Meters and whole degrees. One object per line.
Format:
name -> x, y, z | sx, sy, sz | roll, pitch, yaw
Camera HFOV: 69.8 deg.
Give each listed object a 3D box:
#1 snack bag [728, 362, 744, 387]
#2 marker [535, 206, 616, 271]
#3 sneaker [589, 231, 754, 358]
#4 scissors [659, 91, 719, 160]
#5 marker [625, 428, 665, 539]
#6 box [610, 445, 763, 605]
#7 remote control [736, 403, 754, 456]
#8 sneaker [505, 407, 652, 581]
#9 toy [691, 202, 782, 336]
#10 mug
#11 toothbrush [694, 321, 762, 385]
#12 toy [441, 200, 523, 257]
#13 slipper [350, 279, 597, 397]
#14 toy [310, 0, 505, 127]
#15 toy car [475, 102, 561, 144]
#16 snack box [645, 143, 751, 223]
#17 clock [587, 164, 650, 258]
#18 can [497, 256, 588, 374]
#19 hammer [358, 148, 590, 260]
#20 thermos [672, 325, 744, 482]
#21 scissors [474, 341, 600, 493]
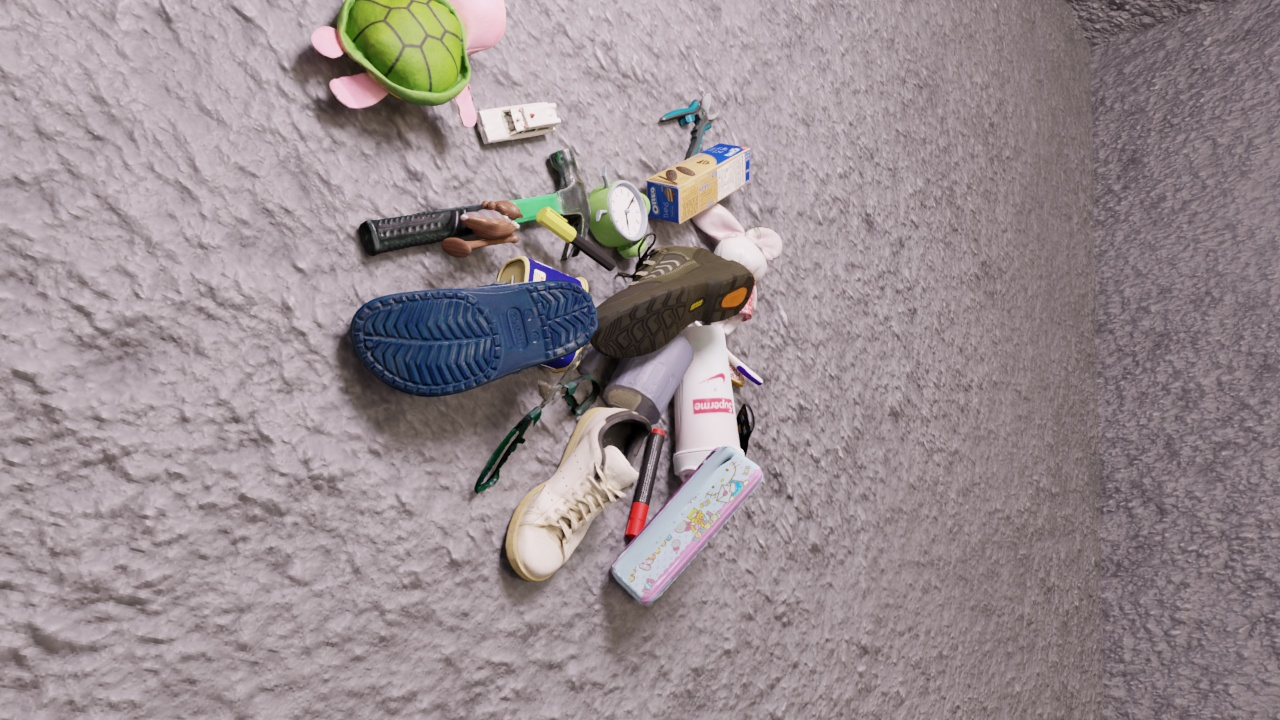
snack bag -> 0.121, 0.015, 1.327 | 0.099, 0.020, 0.026 | 25, 66, -43
marker -> -0.074, -0.143, 1.091 | 0.123, 0.018, 0.021 | 33, 60, -40
sneaker -> 0.013, -0.098, 1.127 | 0.237, 0.143, 0.101 | -21, 141, -33
scissors -> 0.077, -0.342, 1.349 | 0.155, 0.019, 0.124 | -6, 88, -48
marker -> 0.008, 0.156, 1.171 | 0.023, 0.021, 0.144 | 69, 31, -60
box -> 0.066, 0.206, 1.105 | 0.214, 0.093, 0.089 | -47, 122, -10
remote control -> 0.141, 0.102, 1.260 | 0.152, 0.020, 0.041 | 89, -7, -67
sneaker -> -0.056, 0.147, 1.037 | 0.089, 0.103, 0.240 | 53, 49, -28
toy -> 0.138, -0.126, 1.331 | 0.159, 0.084, 0.194 | 16, 73, -25
mug -> -0.007, 0.007, 1.150 | 0.124, 0.084, 0.103 | 36, 56, -10
toothbrush -> 0.112, -0.020, 1.305 | 0.186, 0.016, 0.015 | 42, 29, -25
toy -> -0.163, -0.143, 0.978 | 0.101, 0.042, 0.055 | -22, 121, -55
slipper -> -0.168, -0.025, 0.941 | 0.252, 0.095, 0.105 | -9, 95, -25
toy -> -0.230, -0.330, 0.949 | 0.237, 0.088, 0.190 | -38, 93, -41
toy car -> -0.141, -0.281, 1.075 | 0.112, 0.039, 0.039 | -26, 102, -48
snack box -> 0.085, -0.255, 1.304 | 0.206, 0.057, 0.056 | -37, 134, -46
clock -> -0.025, -0.186, 1.181 | 0.119, 0.043, 0.094 | 30, 61, -46
can -> -0.115, -0.053, 1.046 | 0.092, 0.057, 0.116 | 20, 68, -43
hammer -> -0.172, -0.159, 1.024 | 0.317, 0.032, 0.130 | -21, 99, -48
thermos -> 0.083, 0.067, 1.225 | 0.099, 0.100, 0.220 | 9, 71, -47
scissors -> -0.105, 0.066, 1.027 | 0.201, 0.015, 0.201 | -54, 164, 0
